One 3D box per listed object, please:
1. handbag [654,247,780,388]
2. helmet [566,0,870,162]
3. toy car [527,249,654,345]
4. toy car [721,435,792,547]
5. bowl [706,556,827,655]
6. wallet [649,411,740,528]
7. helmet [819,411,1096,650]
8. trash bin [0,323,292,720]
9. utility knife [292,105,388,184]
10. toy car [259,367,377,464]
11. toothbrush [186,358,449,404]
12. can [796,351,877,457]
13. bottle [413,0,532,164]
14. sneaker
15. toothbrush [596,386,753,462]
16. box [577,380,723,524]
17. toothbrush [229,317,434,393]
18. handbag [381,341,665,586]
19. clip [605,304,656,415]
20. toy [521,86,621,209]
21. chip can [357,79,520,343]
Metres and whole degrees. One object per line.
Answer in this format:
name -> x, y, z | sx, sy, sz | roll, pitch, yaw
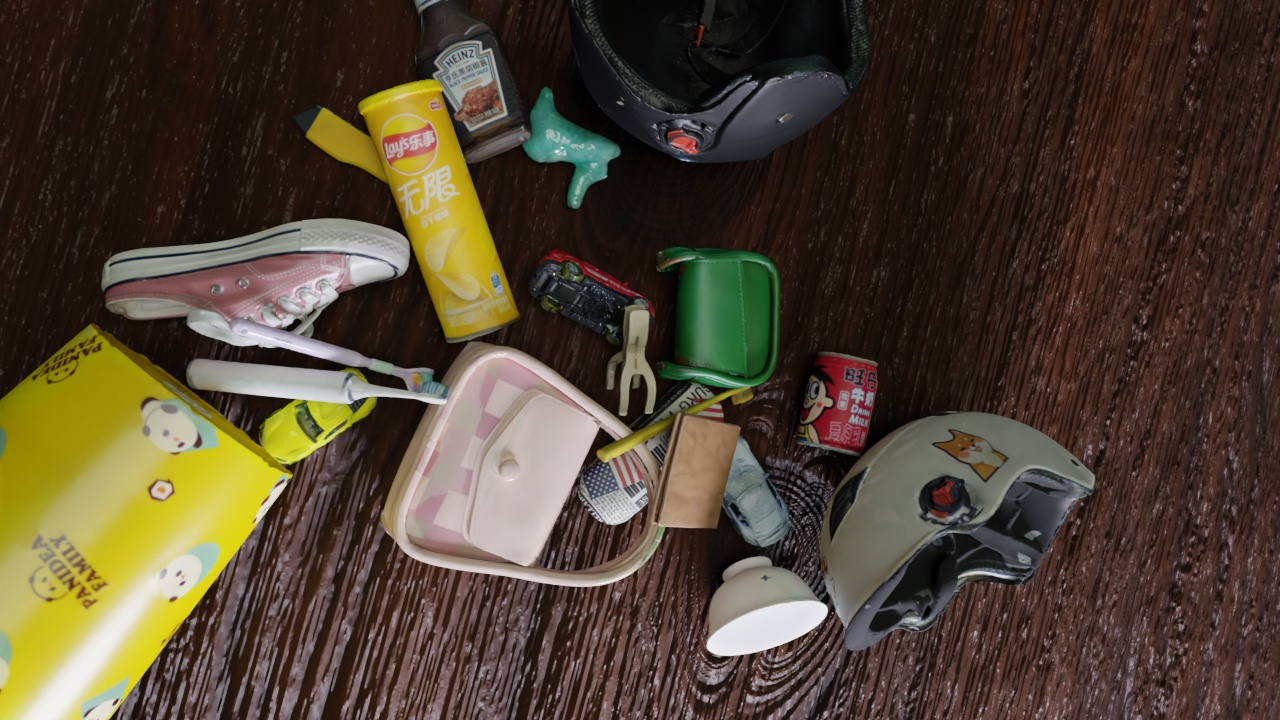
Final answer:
handbag -> 0.067, -0.041, 0.854 | 0.120, 0.068, 0.131 | 4, 89, -28
helmet -> 0.057, -0.282, 0.778 | 0.274, 0.231, 0.233 | -3, 77, -16
toy car -> -0.043, -0.059, 0.843 | 0.120, 0.045, 0.053 | 30, 126, -17
toy car -> 0.101, 0.125, 0.894 | 0.054, 0.037, 0.120 | -34, 95, -12
bowl -> 0.111, 0.227, 0.875 | 0.118, 0.118, 0.064 | -7, 53, -15
wallet -> 0.050, 0.101, 0.826 | 0.115, 0.020, 0.101 | 16, 87, -59
helmet -> 0.275, 0.141, 0.869 | 0.273, 0.230, 0.156 | -22, 54, -11
trash bin -> -0.413, 0.127, 0.664 | 0.229, 0.230, 0.255 | 41, 75, -12
utility knife -> -0.232, -0.174, 0.810 | 0.156, 0.015, 0.033 | 32, 88, -14
toy car -> -0.278, 0.048, 0.791 | 0.105, 0.032, 0.048 | -35, 100, -11
toothbrush -> -0.264, 0.020, 0.754 | 0.221, 0.027, 0.026 | 5, 67, 8
can -> 0.194, 0.043, 0.902 | 0.066, 0.066, 0.093 | 13, 87, -15
bottle -> -0.163, -0.277, 0.810 | 0.080, 0.044, 0.195 | -23, 93, 1
sneaker -> -0.306, -0.053, 0.745 | 0.241, 0.118, 0.087 | -9, 75, -9
toothbrush -> 0.037, 0.055, 0.830 | 0.189, 0.016, 0.016 | -22, 98, -38
box -> 0.010, 0.085, 0.869 | 0.164, 0.052, 0.069 | -41, 86, -12
toothbrush -> -0.248, -0.003, 0.751 | 0.189, 0.021, 0.029 | 22, 104, -50
handbag -> -0.088, 0.108, 0.806 | 0.234, 0.093, 0.193 | 26, 85, -10
clip -> -0.004, 0.009, 0.830 | 0.035, 0.102, 0.095 | -1, 55, -17
toy -> -0.065, -0.193, 0.849 | 0.092, 0.030, 0.096 | 19, 91, -13
chip can -> -0.170, -0.125, 0.784 | 0.072, 0.072, 0.213 | -20, 102, -14
